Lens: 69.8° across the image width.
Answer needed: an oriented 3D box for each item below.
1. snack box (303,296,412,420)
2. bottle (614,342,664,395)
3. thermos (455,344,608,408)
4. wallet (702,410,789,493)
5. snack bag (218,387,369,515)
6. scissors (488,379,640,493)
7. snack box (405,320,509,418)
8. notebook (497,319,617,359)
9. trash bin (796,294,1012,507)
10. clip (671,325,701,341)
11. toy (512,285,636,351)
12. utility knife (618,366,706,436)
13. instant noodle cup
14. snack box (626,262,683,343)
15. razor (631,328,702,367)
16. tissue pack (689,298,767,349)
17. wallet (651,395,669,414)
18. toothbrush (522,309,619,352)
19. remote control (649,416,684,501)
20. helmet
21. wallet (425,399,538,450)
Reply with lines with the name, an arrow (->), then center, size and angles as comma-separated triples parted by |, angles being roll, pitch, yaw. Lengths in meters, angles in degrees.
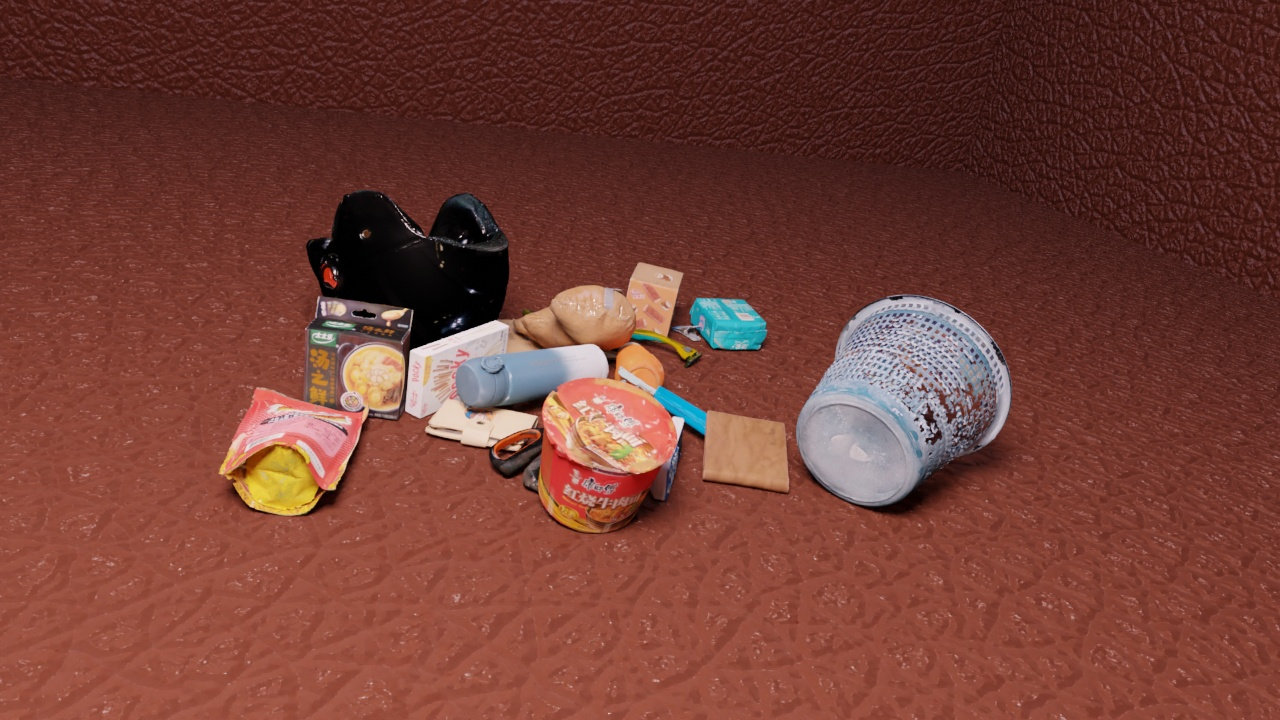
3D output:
snack box -> -0.332, -0.002, 1.078 | 0.113, 0.126, 0.053 | 8, 23, -4
bottle -> -0.008, 0.007, 1.269 | 0.066, 0.067, 0.149 | 5, 15, -9
thermos -> -0.133, 0.018, 1.148 | 0.070, 0.070, 0.220 | 26, 20, 34
wallet -> 0.125, 0.107, 1.094 | 0.101, 0.020, 0.115 | 9, 40, -2
snack bag -> -0.360, 0.081, 0.962 | 0.128, 0.073, 0.207 | 8, 17, -13
scissors -> -0.086, 0.071, 1.067 | 0.161, 0.022, 0.233 | 10, 36, 5
snack box -> -0.226, 0.009, 1.146 | 0.027, 0.085, 0.156 | 23, 27, 25
notebook -> -0.124, -0.032, 1.379 | 0.207, 0.008, 0.148 | 0, 24, -22
trash bin -> 0.292, 0.062, 1.084 | 0.227, 0.227, 0.194 | 23, 39, 30
clip -> 0.076, -0.048, 1.482 | 0.024, 0.026, 0.056 | -8, 15, -40
toy -> -0.098, -0.049, 1.300 | 0.143, 0.082, 0.227 | 22, -21, -29
utility knife -> 0.052, 0.061, 1.155 | 0.203, 0.018, 0.034 | 33, 35, 18
instant noodle cup -> -0.042, 0.100, 0.939 | 0.138, 0.109, 0.137 | 11, 37, -9
snack box -> 0.018, -0.092, 1.458 | 0.077, 0.094, 0.092 | 14, 23, 3
razor -> 0.027, -0.026, 1.390 | 0.133, 0.028, 0.043 | 22, 29, 22
tissue pack -> 0.141, -0.061, 1.491 | 0.093, 0.050, 0.133 | 1, 24, -15
wallet -> -0.028, 0.072, 1.143 | 0.131, 0.031, 0.107 | 1, 23, -15
toothbrush -> -0.105, -0.046, 1.391 | 0.186, 0.012, 0.017 | 22, 15, 28
remote control -> 0.032, 0.111, 1.047 | 0.024, 0.049, 0.124 | 9, 22, 8
helmet -> -0.306, -0.110, 1.220 | 0.275, 0.230, 0.233 | 1, 7, 25
wallet -> -0.187, 0.076, 1.082 | 0.115, 0.024, 0.087 | 12, 24, 5
